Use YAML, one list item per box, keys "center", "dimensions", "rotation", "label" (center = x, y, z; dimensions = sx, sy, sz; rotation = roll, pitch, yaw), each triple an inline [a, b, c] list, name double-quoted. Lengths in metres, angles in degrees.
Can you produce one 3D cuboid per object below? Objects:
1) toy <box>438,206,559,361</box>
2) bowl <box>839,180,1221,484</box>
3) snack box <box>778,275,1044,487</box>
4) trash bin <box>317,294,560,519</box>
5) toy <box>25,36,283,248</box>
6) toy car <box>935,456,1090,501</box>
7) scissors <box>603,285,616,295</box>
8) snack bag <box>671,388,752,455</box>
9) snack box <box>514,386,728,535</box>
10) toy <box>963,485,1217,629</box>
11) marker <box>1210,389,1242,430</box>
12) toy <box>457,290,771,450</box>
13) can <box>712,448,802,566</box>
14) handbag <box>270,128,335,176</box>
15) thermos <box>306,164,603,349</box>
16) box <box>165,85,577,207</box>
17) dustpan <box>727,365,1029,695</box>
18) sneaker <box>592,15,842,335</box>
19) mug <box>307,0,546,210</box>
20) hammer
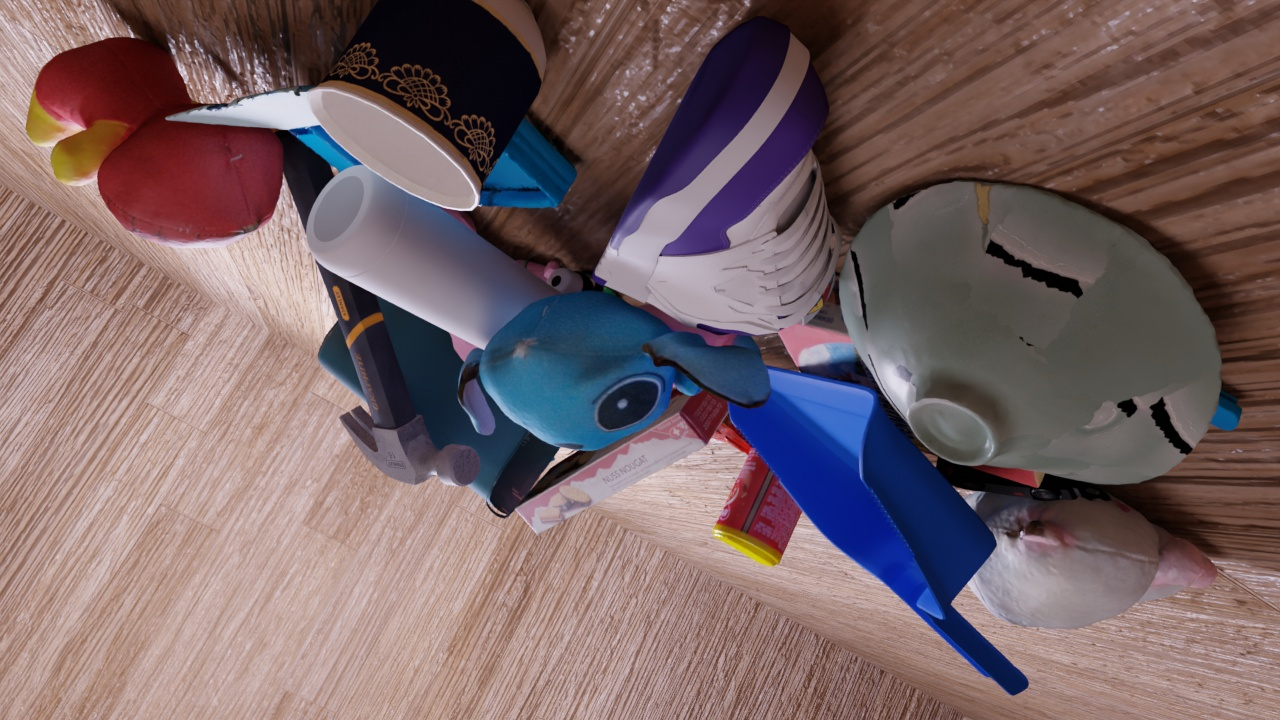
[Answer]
- center: [-0.123, -0.061, 0.757]
  dimensions: [0.123, 0.067, 0.158]
  rotation: [-3, 132, 10]
  label: "toy"
- center: [0.154, 0.011, 0.410]
  dimensions: [0.174, 0.067, 0.174]
  rotation: [30, 148, 22]
  label: "bowl"
- center: [0.165, 0.011, 0.545]
  dimensions: [0.145, 0.040, 0.142]
  rotation: [18, 161, 35]
  label: "snack box"
- center: [-0.174, 0.013, 0.916]
  dimensions: [0.218, 0.196, 0.199]
  rotation: [33, 166, 8]
  label: "trash bin"
- center: [-0.359, -0.164, 0.692]
  dimensions: [0.216, 0.147, 0.099]
  rotation: [37, 145, 21]
  label: "toy"
- center: [0.239, 0.068, 0.589]
  dimensions: [0.092, 0.042, 0.036]
  rotation: [6, 154, 29]
  label: "toy car"
- center: [-0.022, -0.038, 0.786]
  dimensions: [0.131, 0.012, 0.108]
  rotation: [36, 164, -29]
  label: "scissors"
- center: [0.089, 0.075, 0.914]
  dimensions: [0.155, 0.044, 0.087]
  rotation: [40, 179, -44]
  label: "snack bag"
- center: [-0.022, 0.090, 0.867]
  dimensions: [0.044, 0.076, 0.274]
  rotation: [48, 135, -7]
  label: "snack box"
- center: [0.305, 0.133, 0.629]
  dimensions: [0.179, 0.101, 0.139]
  rotation: [7, 172, -13]
  label: "toy"
- center: [0.230, -0.003, 0.438]
  dimensions: [0.123, 0.015, 0.018]
  rotation: [30, 163, 2]
  label: "marker"
- center: [-0.003, 0.003, 0.587]
  dimensions: [0.225, 0.099, 0.191]
  rotation: [-9, 177, 36]
  label: "toy"
- center: [0.121, 0.120, 0.847]
  dimensions: [0.067, 0.124, 0.067]
  rotation: [26, 164, 8]
  label: "can"
- center: [-0.238, -0.139, 0.783]
  dimensions: [0.195, 0.043, 0.094]
  rotation: [38, 161, -22]
  label: "handbag"
- center: [-0.112, -0.063, 0.629]
  dimensions: [0.069, 0.101, 0.229]
  rotation: [-7, 155, 34]
  label: "thermos"
- center: [-0.174, -0.150, 0.579]
  dimensions: [0.175, 0.060, 0.244]
  rotation: [17, 176, -42]
  label: "box"
- center: [0.170, 0.114, 0.590]
  dimensions: [0.257, 0.059, 0.245]
  rotation: [43, 176, -10]
  label: "dustpan"
- center: [0.050, -0.059, 0.429]
  dimensions: [0.111, 0.091, 0.244]
  rotation: [28, 170, -5]
  label: "sneaker"
- center: [-0.089, -0.127, 0.436]
  dimensions: [0.086, 0.089, 0.112]
  rotation: [24, 165, 16]
  label: "mug"
- center: [-0.231, -0.040, 0.764]
  dimensions: [0.140, 0.035, 0.313]
  rotation: [2, 115, 36]
  label: "hammer"
